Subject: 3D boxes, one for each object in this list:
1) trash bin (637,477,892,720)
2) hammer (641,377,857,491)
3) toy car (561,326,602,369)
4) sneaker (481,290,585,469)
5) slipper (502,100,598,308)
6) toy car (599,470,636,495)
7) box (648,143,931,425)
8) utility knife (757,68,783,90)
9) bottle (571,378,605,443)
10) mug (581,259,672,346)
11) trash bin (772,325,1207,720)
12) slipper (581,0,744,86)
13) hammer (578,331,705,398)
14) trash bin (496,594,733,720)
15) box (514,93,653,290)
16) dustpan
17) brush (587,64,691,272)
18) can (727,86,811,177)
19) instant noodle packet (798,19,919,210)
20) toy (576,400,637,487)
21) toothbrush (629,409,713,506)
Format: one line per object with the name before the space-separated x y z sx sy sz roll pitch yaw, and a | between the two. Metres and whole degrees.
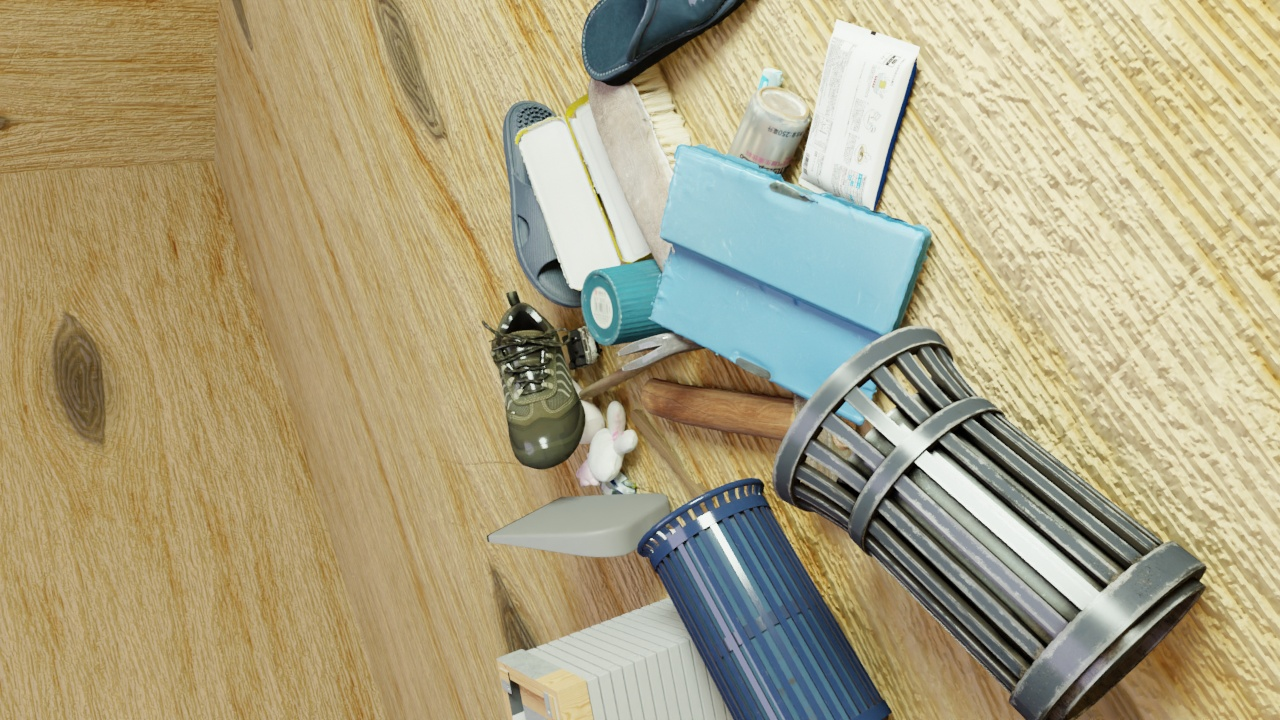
trash bin | 0.114 0.251 0.847 0.249 0.139 0.140 60 144 24
hammer | 0.092 0.043 0.905 0.301 0.037 0.158 5 104 57
toy car | -0.071 -0.016 1.147 0.113 0.040 0.048 164 93 -76
sneaker | -0.127 0.005 1.095 0.237 0.101 0.143 -109 6 -46
slipper | -0.100 -0.193 1.074 0.083 0.101 0.263 -29 72 59
toy car | -0.035 0.155 1.154 0.090 0.027 0.039 42 135 44
box | 0.110 -0.066 0.767 0.232 0.033 0.175 27 120 30
utility knife | 0.104 -0.207 0.823 0.022 0.015 0.117 51 142 35
bottle | -0.099 0.049 1.198 0.146 0.051 0.051 47 137 40
mug | -0.005 -0.063 0.959 0.114 0.107 0.083 16 115 56
trash bin | 0.225 0.109 0.606 0.227 0.164 0.165 46 137 36
slipper | 0.014 -0.342 0.818 0.266 0.083 0.109 -26 73 44
hammer | -0.006 0.006 1.009 0.332 0.119 0.030 -24 80 67
trash bin | 0.003 0.351 0.950 0.143 0.246 0.142 -7 94 59
box | -0.054 -0.189 1.006 0.129 0.034 0.209 -25 75 13
dustpan | -0.019 0.184 1.027 0.258 0.162 0.033 -7 95 27
brush | 0.017 -0.194 0.924 0.083 0.056 0.271 -50 57 52
can | 0.100 -0.169 0.805 0.054 0.054 0.136 57 142 31
instant noodle packet | 0.167 -0.187 0.718 0.087 0.026 0.134 42 134 44
toy | -0.041 0.113 1.127 0.126 0.037 0.075 -58 35 33
toothbrush | 0.033 0.108 1.044 0.167 0.016 0.016 48 138 42
